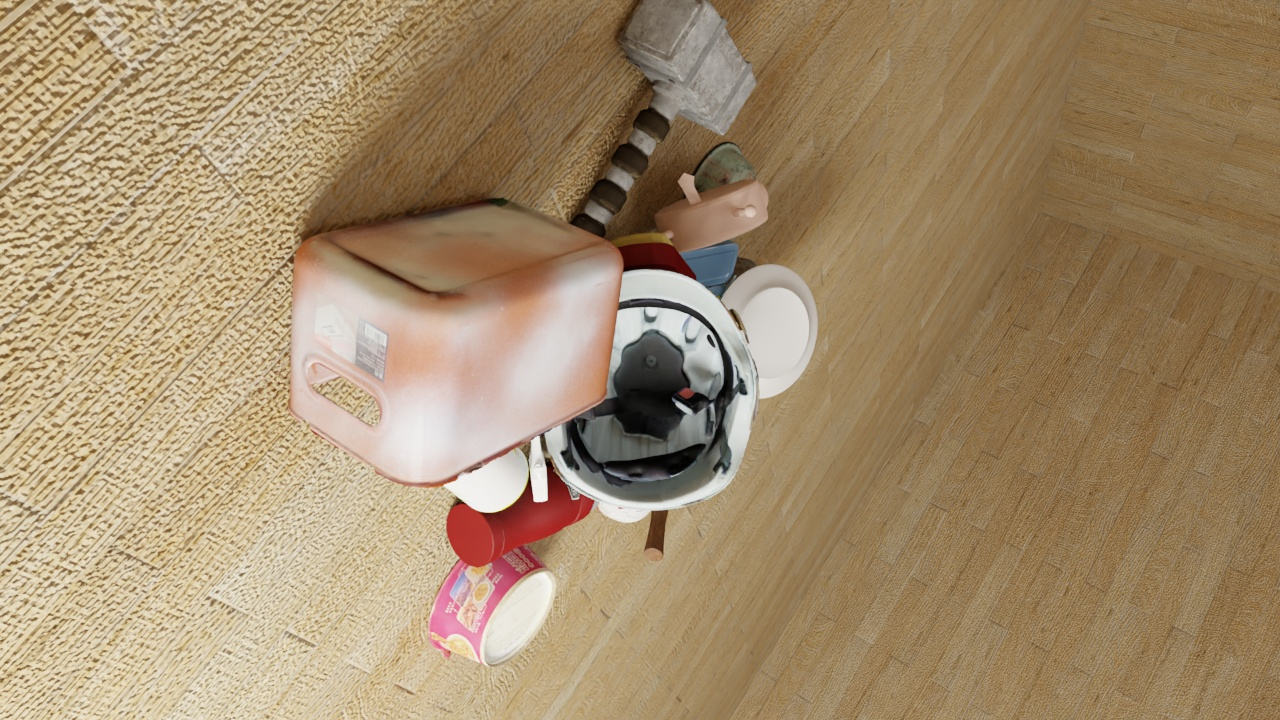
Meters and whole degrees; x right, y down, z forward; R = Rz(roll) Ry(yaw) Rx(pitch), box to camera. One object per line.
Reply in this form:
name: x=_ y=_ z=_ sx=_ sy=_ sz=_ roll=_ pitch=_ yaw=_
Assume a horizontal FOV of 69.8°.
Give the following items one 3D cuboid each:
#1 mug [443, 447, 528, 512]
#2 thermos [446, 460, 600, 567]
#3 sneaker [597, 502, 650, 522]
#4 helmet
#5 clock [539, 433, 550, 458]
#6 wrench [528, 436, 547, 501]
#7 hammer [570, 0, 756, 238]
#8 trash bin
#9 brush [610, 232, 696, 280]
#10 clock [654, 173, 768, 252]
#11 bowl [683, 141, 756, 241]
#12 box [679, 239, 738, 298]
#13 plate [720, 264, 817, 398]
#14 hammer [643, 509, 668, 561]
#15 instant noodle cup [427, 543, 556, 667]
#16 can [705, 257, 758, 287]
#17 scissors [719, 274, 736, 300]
mug: x=-0.176 y=0.107 z=0.975 sx=0.082 sy=0.082 sz=0.106 roll=-56 pitch=152 yaw=-14
thermos: x=-0.143 y=0.185 z=1.119 sx=0.108 sy=0.084 sz=0.198 roll=-43 pitch=165 yaw=35
sneaker: x=-0.002 y=0.188 z=1.337 sx=0.090 sy=0.104 sz=0.237 roll=-50 pitch=151 yaw=-24
helmet: x=0.008 y=0.024 z=1.027 sx=0.163 sy=0.236 sz=0.264 roll=-93 pitch=-178 yaw=-79
clock: x=-0.073 y=0.066 z=1.121 sx=0.140 sy=0.055 sz=0.093 roll=-51 pitch=129 yaw=-20
wrench: x=-0.120 y=0.035 z=1.008 sx=0.018 sy=0.066 sz=0.274 roll=-5 pitch=114 yaw=-8
hammer: x=-0.006 y=-0.223 z=0.992 sx=0.326 sy=0.079 sz=0.176 roll=-58 pitch=154 yaw=3
trash bin: x=-0.149 y=-0.033 z=0.786 sx=0.259 sy=0.182 sz=0.158 roll=-25 pitch=133 yaw=-50
brush: x=0.012 y=-0.105 z=1.051 sx=0.173 sy=0.082 sz=0.041 roll=34 pitch=51 yaw=-72
clock: x=0.082 y=-0.184 z=1.103 sx=0.160 sy=0.131 sz=0.086 roll=-38 pitch=111 yaw=-71
bowl: x=0.112 y=-0.213 z=1.243 sx=0.157 sy=0.038 sz=0.158 roll=-42 pitch=147 yaw=-36
box: x=0.042 y=-0.088 z=1.196 sx=0.208 sy=0.021 sz=0.126 roll=-14 pitch=128 yaw=-37
plate: x=0.180 y=-0.038 z=1.276 sx=0.188 sy=0.016 sz=0.189 roll=-7 pitch=103 yaw=-31
hammer: x=0.036 y=0.130 z=1.259 sx=0.322 sy=0.033 sz=0.115 roll=-80 pitch=155 yaw=-44
instant noodle cup: x=-0.178 y=0.310 z=1.165 sx=0.178 sy=0.078 sz=0.179 roll=-41 pitch=147 yaw=-36
can: x=0.125 y=-0.126 z=1.331 sx=0.135 sy=0.054 sz=0.054 roll=-3 pitch=117 yaw=-60
scissors: x=0.085 y=-0.037 z=1.270 sx=0.170 sy=0.014 sz=0.173 roll=-26 pitch=140 yaw=-32
